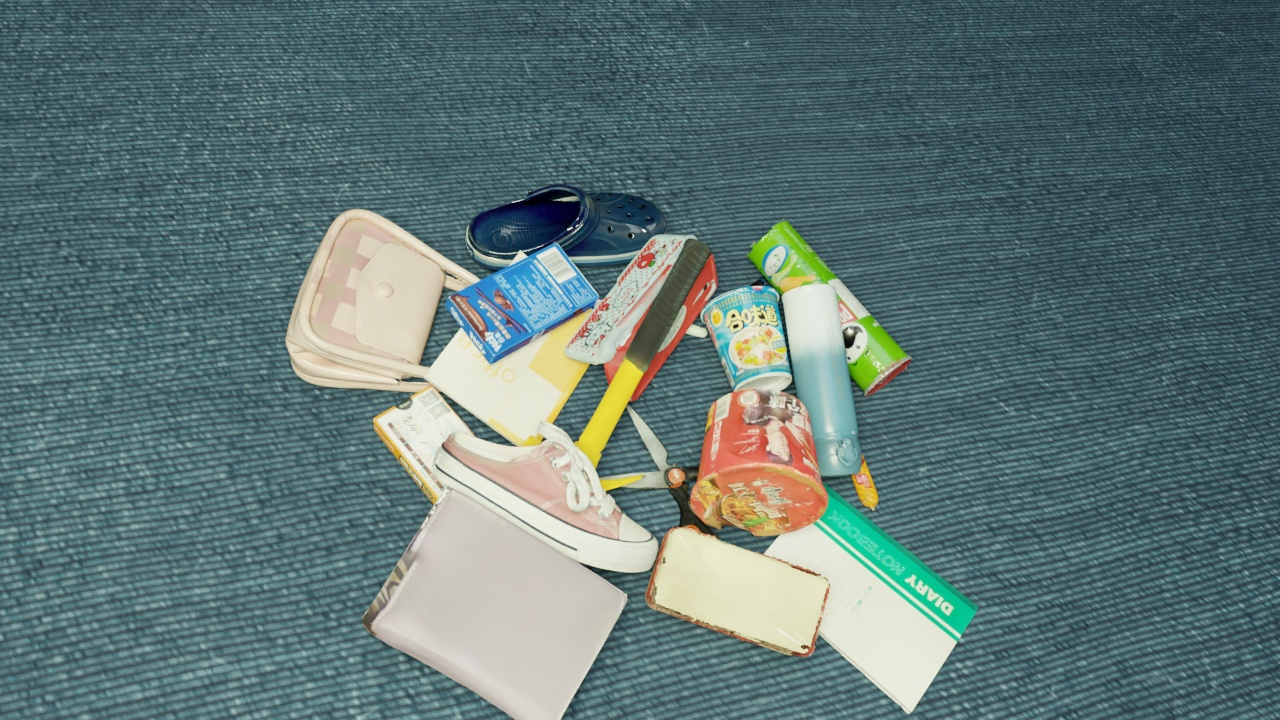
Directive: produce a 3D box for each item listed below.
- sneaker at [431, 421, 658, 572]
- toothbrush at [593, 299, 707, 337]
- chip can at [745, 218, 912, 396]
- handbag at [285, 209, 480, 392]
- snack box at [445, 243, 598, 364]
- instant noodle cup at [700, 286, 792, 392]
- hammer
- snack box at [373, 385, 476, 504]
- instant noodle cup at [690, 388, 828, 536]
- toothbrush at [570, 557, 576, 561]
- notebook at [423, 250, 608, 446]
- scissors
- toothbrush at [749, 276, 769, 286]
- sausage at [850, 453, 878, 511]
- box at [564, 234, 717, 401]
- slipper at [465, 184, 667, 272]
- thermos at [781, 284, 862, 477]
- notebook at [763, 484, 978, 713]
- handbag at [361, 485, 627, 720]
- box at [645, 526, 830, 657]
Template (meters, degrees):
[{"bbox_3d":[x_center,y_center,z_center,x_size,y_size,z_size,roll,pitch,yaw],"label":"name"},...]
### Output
[{"bbox_3d":[-0.080,0.123,0.893,0.241,0.118,0.088,29,97,-7],"label":"sneaker"},{"bbox_3d":[-0.009,-0.060,1.117,0.189,0.029,0.020,17,97,-2],"label":"toothbrush"},{"bbox_3d":[0.230,-0.067,1.131,0.072,0.072,0.236,-28,71,-27],"label":"chip can"},{"bbox_3d":[-0.259,-0.050,1.028,0.234,0.094,0.192,17,54,-14],"label":"handbag"},{"bbox_3d":[-0.131,-0.066,1.029,0.156,0.026,0.084,-32,79,-34],"label":"snack box"},{"bbox_3d":[0.130,-0.017,1.078,0.099,0.099,0.109,-6,66,-16],"label":"instant noodle cup"},{"bbox_3d":[-0.006,0.006,0.977,0.129,0.033,0.300,28,83,-1],"label":"hammer"},{"bbox_3d":[-0.205,0.101,0.962,0.075,0.026,0.153,-34,70,-29],"label":"snack box"},{"bbox_3d":[0.123,0.101,0.947,0.138,0.138,0.108,10,51,-6],"label":"instant noodle cup"},{"bbox_3d":[-0.143,0.233,0.893,0.187,0.017,0.016,-23,66,-25],"label":"toothbrush"},{"bbox_3d":[-0.131,-0.012,1.035,0.146,0.010,0.205,38,54,-10],"label":"notebook"},{"bbox_3d":[0.058,0.135,1.000,0.220,0.022,0.233,-17,63,-22],"label":"scissors"},{"bbox_3d":[0.154,-0.100,1.181,0.189,0.016,0.014,-34,69,-28],"label":"toothbrush"},{"bbox_3d":[0.242,0.099,1.064,0.021,0.021,0.165,-6,58,-16],"label":"sausage"},{"bbox_3d":[-0.002,-0.062,1.070,0.100,0.095,0.201,25,65,26],"label":"box"},{"bbox_3d":[-0.090,-0.174,1.131,0.252,0.095,0.105,-9,62,-13],"label":"slipper"},{"bbox_3d":[0.208,0.024,1.044,0.070,0.070,0.220,-3,75,-14],"label":"thermos"},{"bbox_3d":[0.238,0.244,0.974,0.209,0.012,0.150,40,57,15],"label":"notebook"},{"bbox_3d":[-0.132,0.228,0.835,0.197,0.099,0.144,33,64,-3],"label":"handbag"},{"bbox_3d":[0.096,0.225,0.901,0.168,0.078,0.091,19,74,0],"label":"box"}]
